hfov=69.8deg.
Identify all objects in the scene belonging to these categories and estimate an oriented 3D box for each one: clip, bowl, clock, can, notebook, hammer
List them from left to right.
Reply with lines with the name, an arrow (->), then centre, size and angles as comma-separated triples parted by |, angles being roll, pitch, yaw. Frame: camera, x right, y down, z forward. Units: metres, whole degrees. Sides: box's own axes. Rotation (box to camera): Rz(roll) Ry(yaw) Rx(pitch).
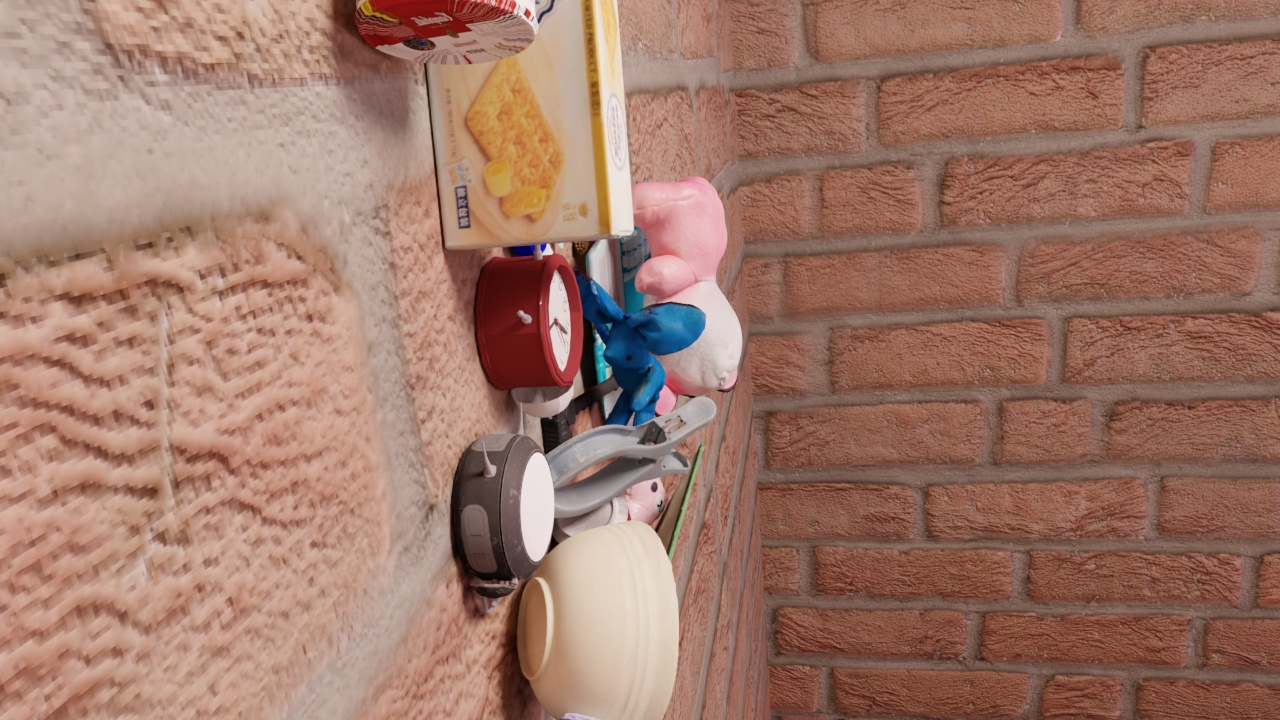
can -> -0.095, -0.215, 0.444 | 0.086, 0.087, 0.116 | 3, 84, -79
clock -> -0.081, 0.096, 0.574 | 0.091, 0.044, 0.123 | -55, 142, -72
clock -> -0.071, -0.020, 0.633 | 0.138, 0.048, 0.096 | 70, 21, -55
bowl -> -0.039, 0.183, 0.628 | 0.151, 0.075, 0.150 | -172, -90, -67
can -> -0.032, 0.153, 0.759 | 0.114, 0.063, 0.063 | 75, 18, -50
clip -> -0.009, 0.064, 0.687 | 0.162, 0.028, 0.108 | -13, 141, -40
hammer -> -0.008, 0.003, 0.852 | 0.324, 0.015, 0.095 | -31, 120, -63
notebook -> 0.008, 0.200, 0.876 | 0.252, 0.010, 0.182 | -60, 175, -70

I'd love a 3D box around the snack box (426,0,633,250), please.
snack box -> -0.066, -0.172, 0.537 | 0.057, 0.104, 0.208 | -44, 131, -75

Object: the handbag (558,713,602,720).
handbag -> -0.030, 0.300, 0.585 | 0.069, 0.126, 0.159 | -78, 161, -57

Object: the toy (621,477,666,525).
toy -> -0.004, 0.146, 0.942 | 0.099, 0.053, 0.095 | 77, 28, -46

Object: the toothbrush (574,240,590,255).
toothbrush -> -0.053, -0.178, 0.833 | 0.016, 0.016, 0.166 | 31, 58, -77

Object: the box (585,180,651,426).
box -> -0.015, -0.041, 0.904 | 0.184, 0.056, 0.227 | -48, 141, -49

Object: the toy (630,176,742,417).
toy -> 0.044, -0.061, 0.848 | 0.141, 0.084, 0.213 | -24, 112, -60

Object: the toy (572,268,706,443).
toy -> -0.004, 0.004, 0.721 | 0.070, 0.113, 0.177 | -46, 145, -42

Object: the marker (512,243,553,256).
marker -> -0.072, -0.065, 0.698 | 0.133, 0.023, 0.027 | 67, 20, -61

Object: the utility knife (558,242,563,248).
utility knife -> -0.069, -0.174, 0.762 | 0.030, 0.017, 0.163 | 5, 86, -68
